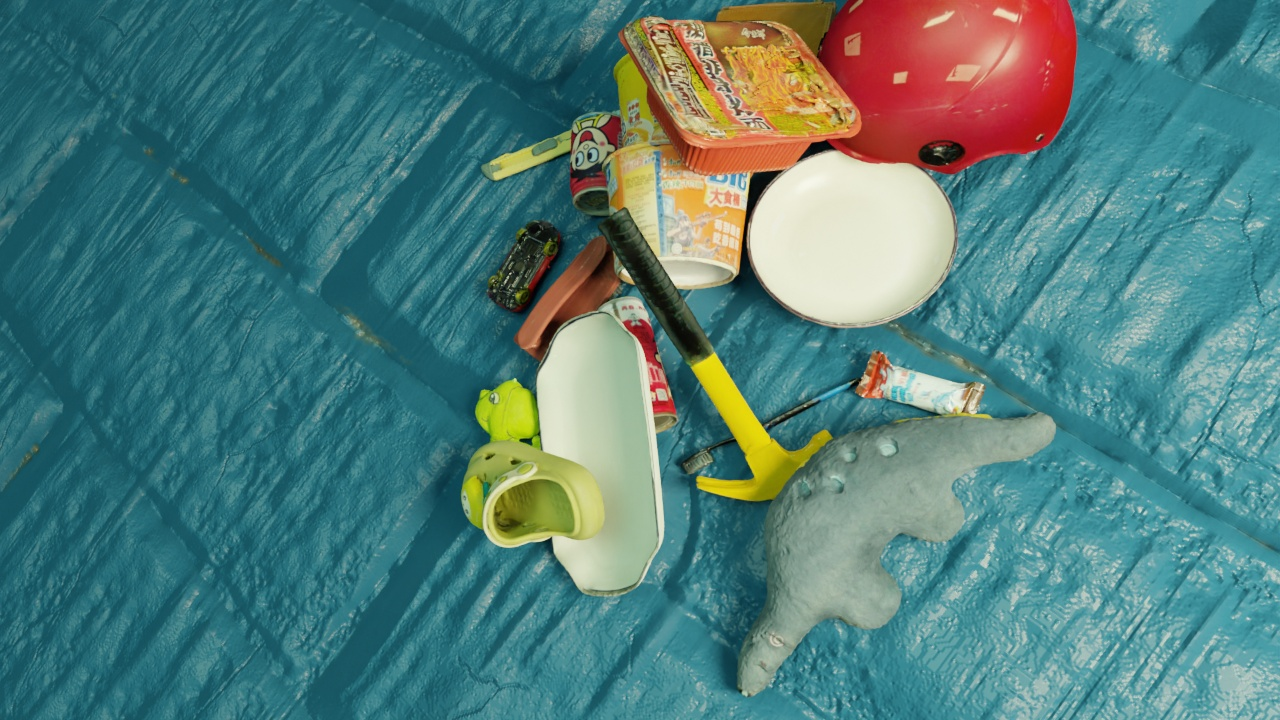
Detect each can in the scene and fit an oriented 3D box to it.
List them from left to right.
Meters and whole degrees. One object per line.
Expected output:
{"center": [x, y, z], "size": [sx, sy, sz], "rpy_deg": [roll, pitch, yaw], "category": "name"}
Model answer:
{"center": [-0.043, -0.211, 0.991], "size": [0.067, 0.066, 0.093], "rpy_deg": [-6, 71, 18], "category": "can"}
{"center": [-0.005, 0.005, 0.915], "size": [0.053, 0.053, 0.132], "rpy_deg": [-21, 67, 13], "category": "can"}

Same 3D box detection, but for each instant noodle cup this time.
{"center": [0.036, -0.136, 0.900], "size": [0.151, 0.151, 0.111], "rpy_deg": [-2, 81, 20], "category": "instant noodle cup"}
{"center": [0.039, -0.243, 0.939], "size": [0.138, 0.138, 0.109], "rpy_deg": [-1, 80, 20], "category": "instant noodle cup"}
{"center": [0.084, -0.233, 0.818], "size": [0.188, 0.079, 0.164], "rpy_deg": [-10, 57, -24], "category": "instant noodle cup"}

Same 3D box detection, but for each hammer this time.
{"center": [0.054, -0.003, 0.831], "size": [0.129, 0.032, 0.301], "rpy_deg": [-32, 95, 7], "category": "hammer"}

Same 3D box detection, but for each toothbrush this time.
{"center": [0.124, 0.062, 0.871], "size": [0.190, 0.014, 0.016], "rpy_deg": [-27, 67, 10], "category": "toothbrush"}

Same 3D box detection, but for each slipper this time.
{"center": [-0.117, 0.130, 0.865], "size": [0.191, 0.081, 0.092], "rpy_deg": [1, 105, 45], "category": "slipper"}

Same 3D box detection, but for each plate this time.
{"center": [-0.034, 0.087, 0.871], "size": [0.162, 0.034, 0.265], "rpy_deg": [-20, 73, 46], "category": "plate"}
{"center": [0.199, -0.113, 0.874], "size": [0.192, 0.039, 0.192], "rpy_deg": [-5, 67, 10], "category": "plate"}

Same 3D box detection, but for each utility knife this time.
{"center": [-0.098, -0.248, 1.056], "size": [0.190, 0.020, 0.031], "rpy_deg": [-18, 74, 10], "category": "utility knife"}

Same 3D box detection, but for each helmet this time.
{"center": [0.270, -0.287, 0.828], "size": [0.240, 0.144, 0.206], "rpy_deg": [-10, 71, 11], "category": "helmet"}

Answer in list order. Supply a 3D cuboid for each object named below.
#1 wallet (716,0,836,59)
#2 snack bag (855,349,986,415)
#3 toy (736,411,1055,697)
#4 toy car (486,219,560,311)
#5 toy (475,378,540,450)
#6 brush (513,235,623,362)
{"center": [0.139, -0.345, 0.982], "size": [0.131, 0.035, 0.119], "rpy_deg": [7, 70, 24], "category": "wallet"}
{"center": [0.252, 0.026, 0.827], "size": [0.104, 0.026, 0.048], "rpy_deg": [22, 94, 25], "category": "snack bag"}
{"center": [0.187, 0.140, 0.788], "size": [0.138, 0.091, 0.356], "rpy_deg": [44, 93, -1], "category": "toy"}
{"center": [-0.125, -0.104, 1.007], "size": [0.049, 0.031, 0.106], "rpy_deg": [26, 85, 25], "category": "toy car"}
{"center": [-0.134, 0.069, 0.955], "size": [0.097, 0.031, 0.100], "rpy_deg": [11, 82, 24], "category": "toy"}
{"center": [-0.069, -0.063, 0.952], "size": [0.063, 0.069, 0.146], "rpy_deg": [36, 88, 25], "category": "brush"}
